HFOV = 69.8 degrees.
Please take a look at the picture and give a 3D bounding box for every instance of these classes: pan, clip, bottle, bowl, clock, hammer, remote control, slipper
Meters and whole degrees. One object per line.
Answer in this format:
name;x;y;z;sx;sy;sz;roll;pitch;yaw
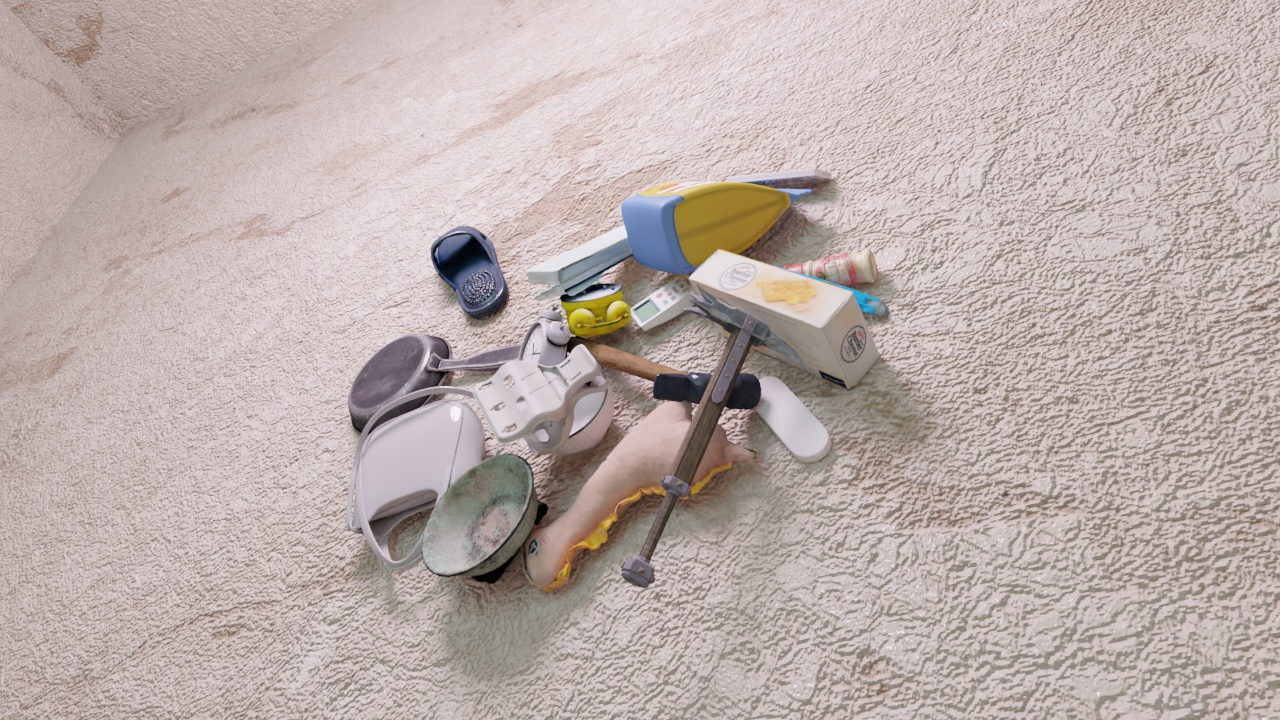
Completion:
pan;-0.286;0.013;1.324;0.358;0.055;0.186;-16;43;27
clip;-0.107;0.049;1.066;0.152;0.097;0.126;-20;38;-16
bottle;0.223;-0.103;1.084;0.109;0.044;0.044;-10;46;26
bowl;-0.171;0.179;1.023;0.158;0.038;0.157;-26;37;21
clock;-0.125;-0.016;1.193;0.123;0.035;0.094;-66;26;20
clock;-0.059;-0.065;1.202;0.083;0.057;0.118;-13;18;-11
hammer;-0.006;0.006;1.098;0.322;0.129;0.040;18;102;56
remote control;0.159;0.061;0.987;0.043;0.013;0.136;-35;40;-1
remote control;0.056;-0.087;1.196;0.143;0.024;0.049;-34;36;-1
remote control;0.188;-0.248;1.252;0.136;0.050;0.011;2;94;36
hammer;0.059;0.082;0.912;0.316;0.147;0.028;-63;4;-27
bowl;-0.079;0.069;1.105;0.118;0.062;0.117;-20;42;18
slipper;-0.282;-0.163;1.462;0.101;0.082;0.263;-34;40;-3

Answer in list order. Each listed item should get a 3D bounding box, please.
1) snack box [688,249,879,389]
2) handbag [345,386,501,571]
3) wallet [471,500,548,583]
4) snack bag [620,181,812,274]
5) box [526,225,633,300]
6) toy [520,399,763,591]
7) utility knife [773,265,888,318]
snack box;0.158;-0.051;1.028;0.057;0.104;0.208;-47;41;-15
handbag;-0.273;0.152;1.133;0.216;0.095;0.222;-22;44;18
wallet;-0.168;0.200;1.064;0.089;0.026;0.114;17;63;44
snack bag;0.098;-0.192;1.197;0.205;0.102;0.159;-21;17;-15
box;-0.061;-0.139;1.249;0.198;0.066;0.083;-32;2;-40
toy;-0.012;0.152;0.977;0.264;0.065;0.196;-47;38;-12
utility knife;0.201;-0.085;1.057;0.179;0.015;0.031;19;44;19
